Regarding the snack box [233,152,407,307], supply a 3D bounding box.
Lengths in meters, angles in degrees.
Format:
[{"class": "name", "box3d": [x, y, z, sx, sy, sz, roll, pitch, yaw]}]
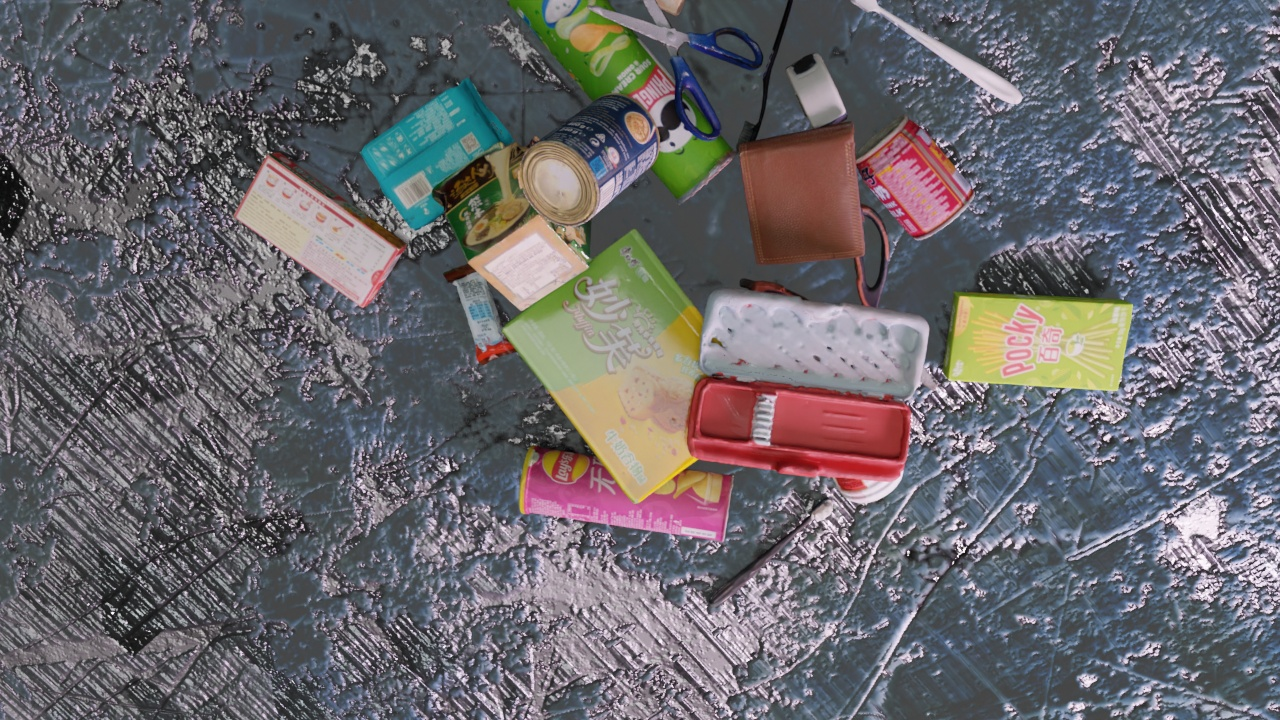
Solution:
[{"class": "snack box", "box3d": [-0.320, -0.129, 0.916, 0.156, 0.027, 0.077, 36, 109, -5]}]

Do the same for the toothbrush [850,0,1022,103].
[{"class": "toothbrush", "box3d": [0.259, -0.275, 0.804, 0.180, 0.016, 0.016, 30, 111, -5]}]

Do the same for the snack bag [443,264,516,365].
[{"class": "snack bag", "box3d": [-0.159, -0.048, 0.922, 0.048, 0.026, 0.104, -19, 104, 6]}]

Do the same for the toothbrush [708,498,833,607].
[{"class": "toothbrush", "box3d": [0.136, 0.207, 0.972, 0.015, 0.018, 0.181, 42, 109, -10]}]

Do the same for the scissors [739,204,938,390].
[{"class": "scissors", "box3d": [0.204, -0.047, 0.883, 0.225, 0.015, 0.189, 27, 109, -3]}]

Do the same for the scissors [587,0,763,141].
[{"class": "scissors", "box3d": [0.037, -0.268, 0.788, 0.174, 0.012, 0.162, -11, 89, -28]}]

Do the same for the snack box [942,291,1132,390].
[{"class": "snack box", "box3d": [0.371, -0.019, 0.864, 0.156, 0.026, 0.086, 4, 107, 6]}]

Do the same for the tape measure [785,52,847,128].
[{"class": "tape measure", "box3d": [0.153, -0.233, 0.802, 0.034, 0.066, 0.066, -26, 103, 15]}]

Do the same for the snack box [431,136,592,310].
[{"class": "snack box", "box3d": [-0.109, -0.116, 0.828, 0.118, 0.105, 0.118, -31, 134, 16]}]

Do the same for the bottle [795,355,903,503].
[{"class": "bottle", "box3d": [0.178, 0.045, 0.873, 0.068, 0.068, 0.197, -30, 110, 15]}]

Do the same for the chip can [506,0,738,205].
[{"class": "chip can", "box3d": [-0.015, -0.250, 0.816, 0.072, 0.072, 0.236, -39, 98, 17]}]

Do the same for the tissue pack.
[{"class": "tissue pack", "box3d": [-0.188, -0.194, 0.867, 0.134, 0.050, 0.093, -29, 101, 14]}]

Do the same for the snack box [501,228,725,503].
[{"class": "snack box", "box3d": [-0.005, 0.005, 0.865, 0.158, 0.070, 0.210, -37, 92, 2]}]

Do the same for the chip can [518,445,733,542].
[{"class": "chip can", "box3d": [-0.014, 0.136, 0.940, 0.210, 0.071, 0.071, 8, 108, 4]}]

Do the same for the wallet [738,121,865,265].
[{"class": "wallet", "box3d": [0.146, -0.145, 0.818, 0.101, 0.032, 0.125, -4, 123, 18]}]

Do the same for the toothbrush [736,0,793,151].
[{"class": "toothbrush", "box3d": [0.118, -0.275, 0.821, 0.017, 0.014, 0.189, 17, 108, 5]}]

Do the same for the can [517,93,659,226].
[{"class": "can", "box3d": [-0.042, -0.168, 0.765, 0.075, 0.110, 0.075, 18, 131, 21]}]

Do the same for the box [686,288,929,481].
[{"class": "box", "box3d": [0.147, 0.023, 0.814, 0.201, 0.039, 0.158, 8, 92, -5]}]

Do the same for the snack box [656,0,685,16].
[{"class": "snack box", "box3d": [0.026, -0.390, 0.789, 0.084, 0.026, 0.157, 25, 109, -1]}]

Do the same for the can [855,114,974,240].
[{"class": "can", "box3d": [0.240, -0.162, 0.813, 0.067, 0.066, 0.094, -41, 99, 17]}]
